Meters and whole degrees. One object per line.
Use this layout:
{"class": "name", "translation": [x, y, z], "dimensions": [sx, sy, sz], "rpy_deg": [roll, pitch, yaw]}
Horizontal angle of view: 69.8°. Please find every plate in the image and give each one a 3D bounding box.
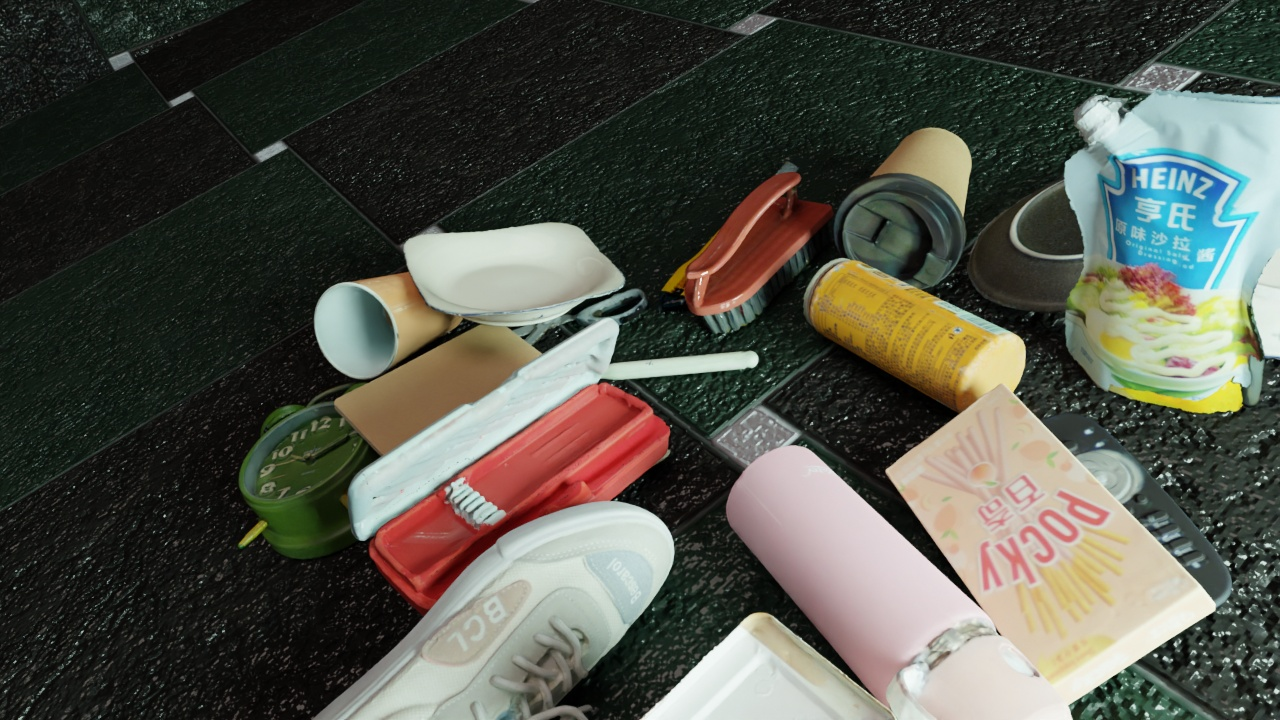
{"class": "plate", "translation": [0.407, -0.062, 0.564], "dimensions": [0.164, 0.034, 0.163], "rpy_deg": [10, 48, 34]}
{"class": "plate", "translation": [0.312, -0.096, 0.625], "dimensions": [0.180, 0.024, 0.179], "rpy_deg": [-24, 28, 13]}
{"class": "plate", "translation": [-0.107, -0.069, 0.765], "dimensions": [0.164, 0.034, 0.163], "rpy_deg": [-10, 32, -20]}

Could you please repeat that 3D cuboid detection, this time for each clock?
{"class": "clock", "translation": [-0.239, 0.074, 0.695], "dimensions": [0.116, 0.056, 0.161], "rpy_deg": [-16, 39, 6]}

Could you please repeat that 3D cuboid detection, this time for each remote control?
{"class": "remote control", "translation": [0.248, 0.080, 0.479], "dimensions": [0.053, 0.024, 0.136], "rpy_deg": [-25, 39, 6]}

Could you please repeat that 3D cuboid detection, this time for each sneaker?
{"class": "sneaker", "translation": [-0.073, 0.166, 0.475], "dimensions": [0.242, 0.089, 0.091], "rpy_deg": [-38, 25, -13]}

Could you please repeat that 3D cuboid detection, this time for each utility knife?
{"class": "utility knife", "translation": [0.080, -0.114, 0.796], "dimensions": [0.033, 0.015, 0.222], "rpy_deg": [16, 51, 35]}

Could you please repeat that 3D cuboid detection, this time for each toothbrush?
{"class": "toothbrush", "translation": [-0.004, 0.004, 0.695], "dimensions": [0.190, 0.029, 0.020], "rpy_deg": [-3, 84, 21]}

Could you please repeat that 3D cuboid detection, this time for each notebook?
{"class": "notebook", "translation": [-0.103, 0.048, 0.650], "dimensions": [0.147, 0.008, 0.208], "rpy_deg": [-32, 48, -30]}

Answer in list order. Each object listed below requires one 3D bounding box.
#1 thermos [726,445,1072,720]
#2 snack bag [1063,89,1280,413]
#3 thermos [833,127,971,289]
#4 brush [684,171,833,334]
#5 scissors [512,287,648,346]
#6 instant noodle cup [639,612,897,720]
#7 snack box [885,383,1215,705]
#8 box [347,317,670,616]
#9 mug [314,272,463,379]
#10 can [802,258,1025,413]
{"class": "thermos", "translation": [0.112, 0.120, 0.453], "dimensions": [0.067, 0.087, 0.198], "rpy_deg": [-64, 36, 18]}
{"class": "snack bag", "translation": [0.282, -0.056, 0.489], "dimensions": [0.038, 0.191, 0.110], "rpy_deg": [-38, 41, -22]}
{"class": "thermos", "translation": [0.205, -0.117, 0.689], "dimensions": [0.093, 0.093, 0.142], "rpy_deg": [5, 37, 30]}
{"class": "brush", "translation": [0.086, -0.085, 0.716], "dimensions": [0.063, 0.069, 0.145], "rpy_deg": [20, 54, 41]}
{"class": "scissors", "translation": [-0.076, -0.037, 0.782], "dimensions": [0.181, 0.014, 0.159], "rpy_deg": [-10, 39, 16]}
{"class": "instant noodle cup", "translation": [0.060, 0.179, 0.373], "dimensions": [0.116, 0.124, 0.116], "rpy_deg": [-38, 41, -19]}
{"class": "snack box", "translation": [0.200, 0.087, 0.472], "dimensions": [0.084, 0.026, 0.157], "rpy_deg": [-41, 36, 12]}
{"class": "box", "translation": [-0.078, 0.053, 0.558], "dimensions": [0.095, 0.101, 0.200], "rpy_deg": [31, 51, 34]}
{"class": "mug", "translation": [-0.202, -0.038, 0.768], "dimensions": [0.078, 0.078, 0.122], "rpy_deg": [-3, 14, 22]}
{"class": "can", "translation": [0.175, -0.018, 0.603], "dimensions": [0.058, 0.058, 0.146], "rpy_deg": [-34, 40, -15]}
